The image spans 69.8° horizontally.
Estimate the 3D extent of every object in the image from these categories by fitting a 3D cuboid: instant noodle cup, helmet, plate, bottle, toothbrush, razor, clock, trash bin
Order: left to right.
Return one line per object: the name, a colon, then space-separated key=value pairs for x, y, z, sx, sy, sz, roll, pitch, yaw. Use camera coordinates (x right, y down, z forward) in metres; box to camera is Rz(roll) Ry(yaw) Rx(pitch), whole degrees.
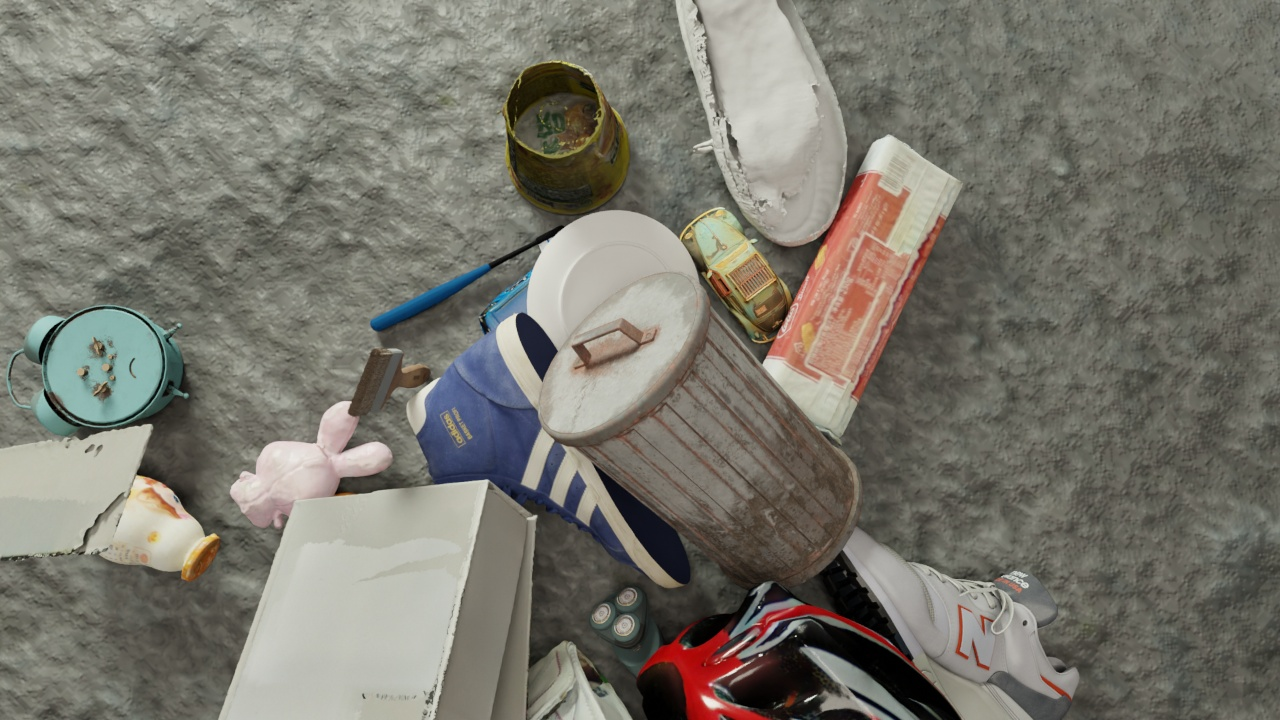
clock: x=-0.402 y=0.008 z=0.678 sx=0.124 sy=0.053 sz=0.090 roll=-7 pitch=85 yaw=-2
bottle: x=-0.362 y=0.119 z=0.665 sx=0.108 sy=0.063 sz=0.063 roll=29 pitch=85 yaw=1
toothbrush: x=-0.132 y=-0.063 z=0.708 sx=0.167 sy=0.014 sz=0.014 roll=-27 pitch=98 yaw=-2
instant noodle cup: x=-0.058 y=-0.168 z=0.672 sx=0.102 sy=0.108 sz=0.102 roll=0 pitch=87 yaw=0
plate: x=-0.016 y=-0.043 z=0.678 sx=0.134 sy=0.011 sz=0.134 roll=-3 pitch=100 yaw=-18
razor: x=0.017 y=0.234 z=0.676 sx=0.047 sy=0.052 sz=0.143 roll=-33 pitch=96 yaw=-2
trash bin: x=0.039 y=0.047 z=0.604 sx=0.130 sy=0.131 sz=0.211 roll=-48 pitch=119 yaw=-5
helmet: x=0.119 y=0.257 z=0.577 sx=0.167 sy=0.217 sz=0.272 roll=-45 pitch=115 yaw=-3

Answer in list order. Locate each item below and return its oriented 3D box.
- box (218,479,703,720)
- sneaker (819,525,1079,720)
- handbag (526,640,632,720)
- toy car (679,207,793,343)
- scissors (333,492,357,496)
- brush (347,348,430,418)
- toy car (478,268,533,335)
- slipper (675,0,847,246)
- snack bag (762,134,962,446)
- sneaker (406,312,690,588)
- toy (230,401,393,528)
box: x=-0.099 y=0.215 z=0.712 sx=0.169 sy=0.403 sz=0.171 roll=-9 pitch=68 yaw=25
sneaker: x=0.233 y=0.189 z=0.668 sx=0.124 sy=0.089 sz=0.240 roll=-35 pitch=95 yaw=-13
handbag: x=-0.093 y=0.298 z=0.620 sx=0.198 sy=0.142 sz=0.096 roll=-42 pitch=118 yaw=-5
toy car: x=0.078 y=-0.066 z=0.697 sx=0.047 sy=0.047 sz=0.112 roll=-37 pitch=91 yaw=-5
scissors: x=-0.189 y=0.149 z=0.691 sx=0.130 sy=0.013 sz=0.070 roll=22 pitch=86 yaw=2
brush: x=-0.167 y=0.011 z=0.637 sx=0.008 sy=0.143 sz=0.045 roll=22 pitch=93 yaw=2
toy car: x=-0.066 y=-0.049 z=0.695 sx=0.120 sy=0.043 sz=0.056 roll=-38 pitch=87 yaw=-4
slipper: x=0.084 y=-0.205 z=0.694 sx=0.112 sy=0.074 sz=0.247 roll=-19 pitch=93 yaw=11
snack bag: x=0.164 y=-0.054 z=0.697 sx=0.077 sy=0.041 sz=0.225 roll=28 pitch=86 yaw=-15
sneaker: x=-0.074 y=0.093 z=0.663 sx=0.118 sy=0.091 sz=0.233 roll=-29 pitch=105 yaw=14
toy: x=-0.243 y=0.080 z=0.680 sx=0.110 sy=0.047 sz=0.063 roll=-32 pitch=85 yaw=-11
